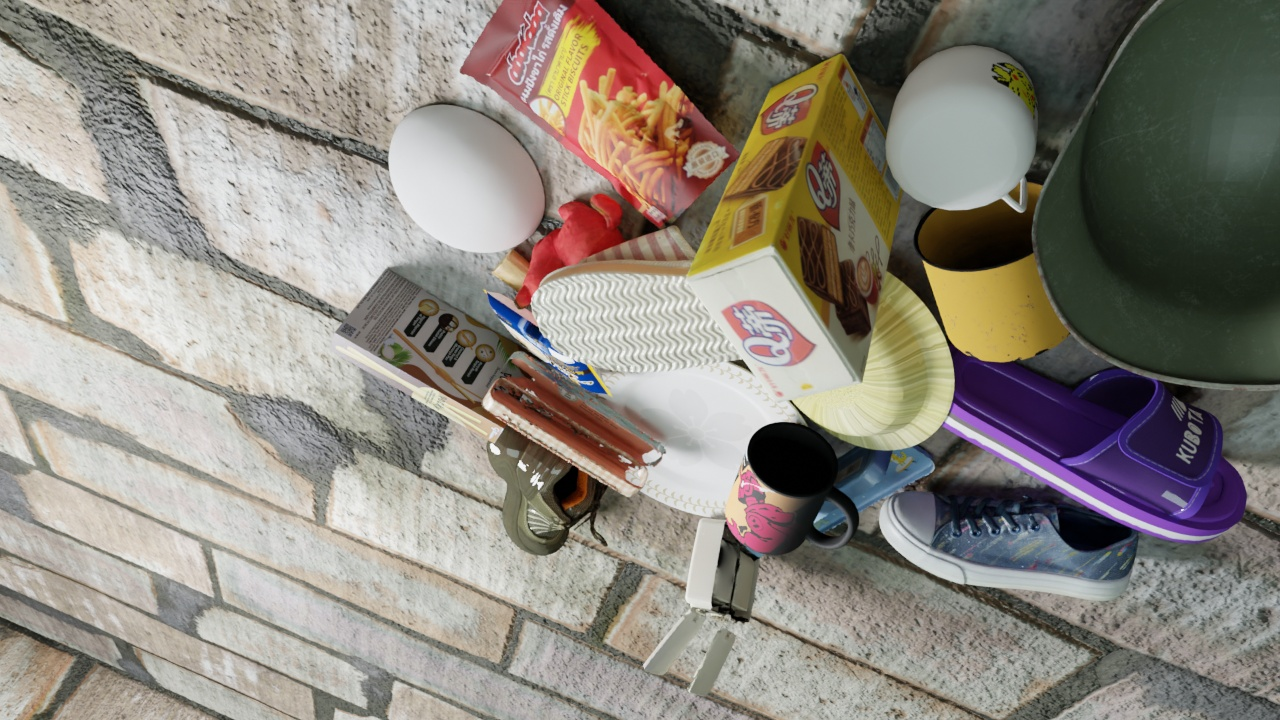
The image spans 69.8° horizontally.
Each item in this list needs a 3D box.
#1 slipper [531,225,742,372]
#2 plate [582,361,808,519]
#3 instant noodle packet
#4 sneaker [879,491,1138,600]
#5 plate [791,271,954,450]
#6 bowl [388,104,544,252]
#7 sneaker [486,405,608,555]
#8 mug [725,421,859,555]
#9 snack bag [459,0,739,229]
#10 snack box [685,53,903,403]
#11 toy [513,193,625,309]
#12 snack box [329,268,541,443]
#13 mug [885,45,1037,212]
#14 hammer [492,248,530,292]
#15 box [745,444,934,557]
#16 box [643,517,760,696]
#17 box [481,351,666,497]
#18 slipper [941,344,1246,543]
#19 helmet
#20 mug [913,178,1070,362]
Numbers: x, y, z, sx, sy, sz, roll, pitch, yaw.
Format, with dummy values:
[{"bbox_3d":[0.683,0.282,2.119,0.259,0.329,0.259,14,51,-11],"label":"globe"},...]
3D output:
[{"bbox_3d":[0.041,-0.051,0.736,0.263,0.052,0.115,-3,128,20],"label":"slipper"},{"bbox_3d":[0.056,0.074,0.910,0.243,0.016,0.243,14,137,13],"label":"plate"},{"bbox_3d":[-0.087,-0.017,0.869,0.134,0.026,0.087,32,166,31],"label":"instant noodle packet"},{"bbox_3d":[0.348,0.162,0.863,0.235,0.087,0.079,12,130,8],"label":"sneaker"},{"bbox_3d":[0.165,0.004,0.762,0.184,0.036,0.185,29,136,32],"label":"plate"},{"bbox_3d":[-0.161,-0.148,0.810,0.149,0.043,0.150,13,137,12],"label":"bowl"},{"bbox_3d":[-0.077,0.151,1.022,0.143,0.100,0.238,21,144,21],"label":"sneaker"},{"bbox_3d":[0.142,0.127,0.837,0.118,0.081,0.098,31,140,17],"label":"mug"},{"bbox_3d":[-0.029,-0.199,0.705,0.208,0.066,0.139,44,141,-7],"label":"snack bag"},{"bbox_3d":[0.111,-0.093,0.599,0.062,0.229,0.110,-17,124,37],"label":"snack box"},{"bbox_3d":[-0.051,-0.083,0.788,0.088,0.093,0.133,35,138,-7],"label":"toy"},{"bbox_3d":[-0.204,-0.006,0.932,0.186,0.100,0.032,31,138,-7],"label":"snack box"},{"bbox_3d":[0.222,-0.147,0.614,0.115,0.067,0.095,39,136,-16],"label":"mug"},{"bbox_3d":[-0.005,0.005,0.905,0.330,0.033,0.133,39,138,-15],"label":"hammer"},{"bbox_3d":[0.196,0.149,0.927,0.085,0.072,0.210,30,138,-13],"label":"box"},{"bbox_3d":[0.075,0.269,1.002,0.058,0.187,0.144,13,163,29],"label":"box"},{"bbox_3d":[-0.064,0.066,0.908,0.187,0.056,0.071,32,106,-9],"label":"box"},{"bbox_3d":[0.367,0.048,0.725,0.266,0.107,0.084,25,139,6],"label":"slipper"},{"bbox_3d":[0.346,-0.129,0.509,0.227,0.153,0.268,5,139,23],"label":"helmet"},{"bbox_3d":[0.254,-0.067,0.670,0.124,0.100,0.094,40,165,54],"label":"mug"}]
